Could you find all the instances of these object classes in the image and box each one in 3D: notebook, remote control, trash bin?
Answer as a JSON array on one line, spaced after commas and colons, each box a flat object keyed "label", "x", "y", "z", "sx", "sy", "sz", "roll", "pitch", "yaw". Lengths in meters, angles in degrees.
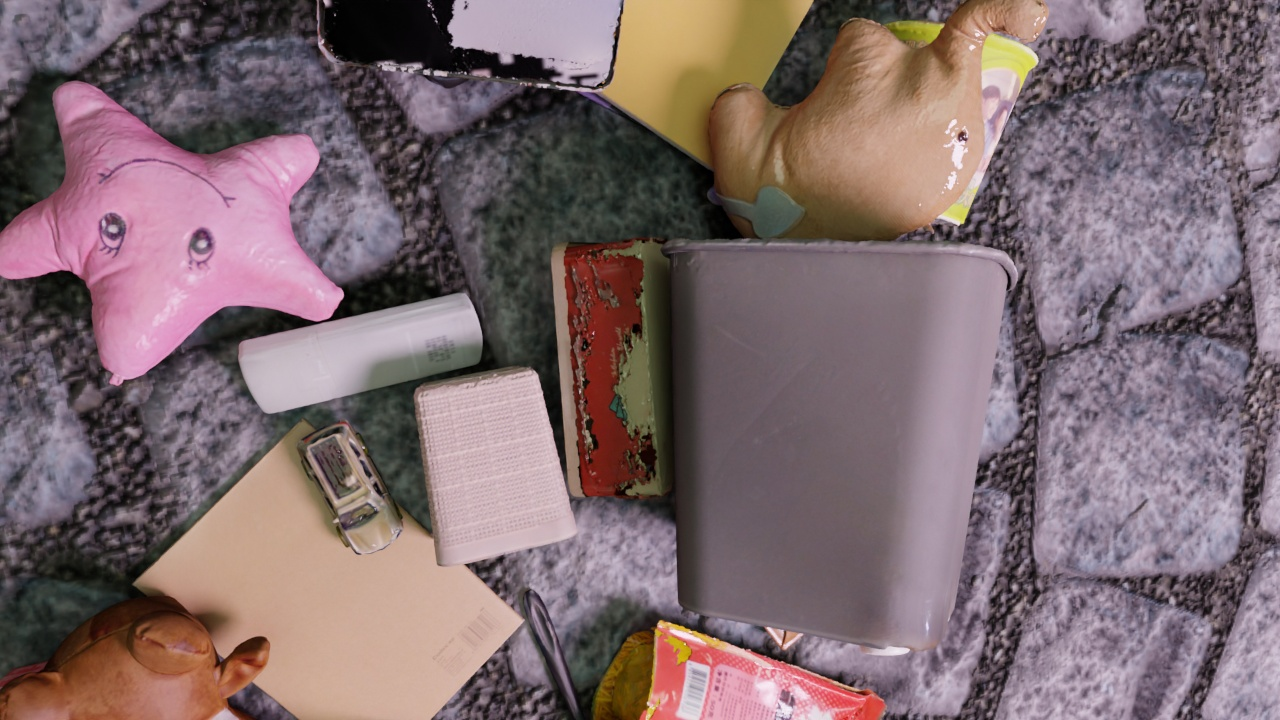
[{"label": "notebook", "x": -0.204, "y": 0.165, "z": 0.624, "sx": 0.149, "sy": 0.012, "sz": 0.211, "roll": -46, "pitch": 103, "yaw": -8}, {"label": "notebook", "x": 0.043, "y": -0.257, "z": 0.645, "sx": 0.146, "sy": 0.010, "sz": 0.206, "roll": 31, "pitch": 83, "yaw": -12}, {"label": "remote control", "x": -0.179, "y": -0.006, "z": 0.598, "sx": 0.150, "sy": 0.021, "sz": 0.058, "roll": -14, "pitch": 141, "yaw": -13}, {"label": "trash bin", "x": 0.120, "y": 0.044, "z": 0.571, "sx": 0.199, "sy": 0.198, "sz": 0.219, "roll": 4, "pitch": 91, "yaw": 24}]

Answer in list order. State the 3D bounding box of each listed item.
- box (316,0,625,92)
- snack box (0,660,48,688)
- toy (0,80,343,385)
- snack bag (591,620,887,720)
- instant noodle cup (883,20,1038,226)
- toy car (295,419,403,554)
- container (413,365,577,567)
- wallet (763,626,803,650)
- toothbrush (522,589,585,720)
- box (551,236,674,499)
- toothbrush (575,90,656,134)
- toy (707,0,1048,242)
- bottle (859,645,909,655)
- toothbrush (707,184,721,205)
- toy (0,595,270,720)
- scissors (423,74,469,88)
[{"label": "box", "x": -0.104, "y": -0.277, "z": 0.570, "sx": 0.180, "sy": 0.205, "sz": 0.158, "roll": 0, "pitch": 130, "yaw": -14}, {"label": "snack box", "x": -0.365, "y": 0.234, "z": 0.516, "sx": 0.025, "sy": 0.153, "sz": 0.075, "roll": -11, "pitch": 97, "yaw": -11}, {"label": "toy", "x": -0.276, "y": -0.068, "z": 0.552, "sx": 0.194, "sy": 0.075, "sz": 0.178, "roll": 14, "pitch": 78, "yaw": -13}, {"label": "snack bag", "x": 0.073, "y": 0.272, "z": 0.677, "sx": 0.207, "sy": 0.073, "sz": 0.128, "roll": 27, "pitch": 92, "yaw": -20}, {"label": "instant noodle cup", "x": 0.207, "y": -0.163, "z": 0.655, "sx": 0.111, "sy": 0.111, "sz": 0.123, "roll": 12, "pitch": 99, "yaw": -15}, {"label": "toy car", "x": -0.189, "y": 0.086, "z": 0.601, "sx": 0.042, "sy": 0.035, "sz": 0.090, "roll": -27, "pitch": 101, "yaw": -12}, {"label": "container", "x": -0.100, "y": 0.064, "z": 0.604, "sx": 0.090, "sy": 0.090, "sz": 0.111, "roll": -11, "pitch": 93, "yaw": -13}, {"label": "wallet", "x": 0.106, "y": 0.136, "z": 0.689, "sx": 0.107, "sy": 0.031, "sz": 0.132, "roll": -39, "pitch": 101, "yaw": -10}, {"label": "toothbrush", "x": -0.049, "y": 0.249, "z": 0.667, "sx": 0.015, "sy": 0.018, "sz": 0.181, "roll": -22, "pitch": 97, "yaw": -11}, {"label": "box", "x": -0.003, "y": 0.004, "z": 0.608, "sx": 0.077, "sy": 0.091, "sz": 0.168, "roll": -3, "pitch": 96, "yaw": 19}, {"label": "toothbrush", "x": 0.028, "y": -0.160, "z": 0.654, "sx": 0.189, "sy": 0.017, "sz": 0.014, "roll": 24, "pitch": 78, "yaw": -13}, {"label": "toy", "x": 0.153, "y": -0.145, "z": 0.587, "sx": 0.226, "sy": 0.082, "sz": 0.143, "roll": -23, "pitch": 108, "yaw": 26}, {"label": "bottle", "x": 0.172, "y": 0.114, "z": 0.674, "sx": 0.079, "sy": 0.044, "sz": 0.194, "roll": 1, "pitch": 81, "yaw": -21}, {"label": "toothbrush", "x": 0.125, "y": -0.068, "z": 0.683, "sx": 0.189, "sy": 0.020, "sz": 0.029, "roll": 42, "pitch": 125, "yaw": -14}, {"label": "toy", "x": -0.276, "y": 0.241, "z": 0.559, "sx": 0.140, "sy": 0.130, "sz": 0.200, "roll": -26, "pitch": 113, "yaw": -9}, {"label": "scissors", "x": -0.089, "y": -0.249, "z": 0.621, "sx": 0.163, "sy": 0.014, "sz": 0.165, "roll": 14, "pitch": 89, "yaw": -17}]
